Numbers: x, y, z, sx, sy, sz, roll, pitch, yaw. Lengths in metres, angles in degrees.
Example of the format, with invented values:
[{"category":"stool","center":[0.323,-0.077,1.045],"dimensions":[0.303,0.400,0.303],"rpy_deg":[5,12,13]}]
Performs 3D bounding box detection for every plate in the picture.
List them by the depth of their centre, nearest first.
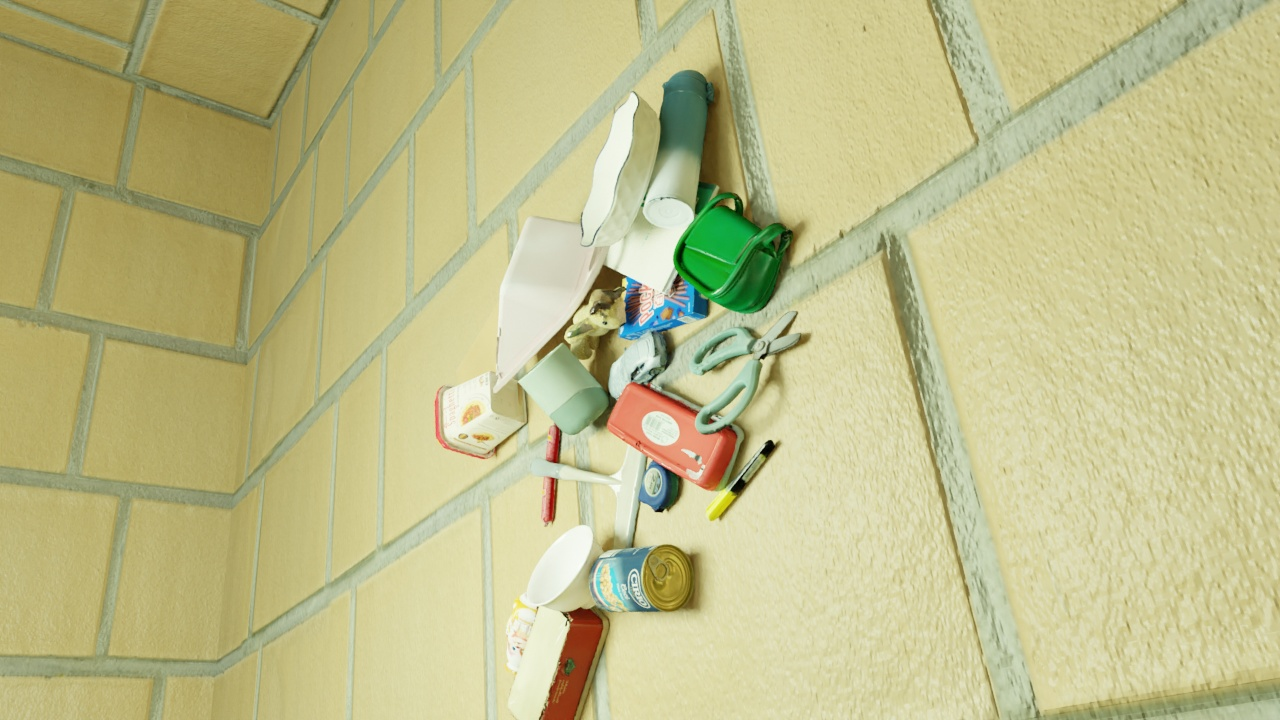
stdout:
[{"category":"plate","center":[-0.026,-0.242,1.196],"dimensions":[0.205,0.045,0.205],"rpy_deg":[-165,91,-76]}]

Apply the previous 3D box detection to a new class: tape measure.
[{"category":"tape measure","center":[0.024,0.154,1.120],"dimensions":[0.054,0.025,0.058],"rpy_deg":[25,103,53]}]

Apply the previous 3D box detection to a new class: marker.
[{"category":"marker","center":[0.110,0.132,1.014],"dimensions":[0.124,0.018,0.015],"rpy_deg":[-55,45,26]}]

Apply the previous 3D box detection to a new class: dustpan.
[{"category":"dustpan","center":[-0.124,-0.092,1.357],"dimensions":[0.274,0.139,0.222],"rpy_deg":[101,-179,-53]}]

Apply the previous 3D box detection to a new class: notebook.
[{"category":"notebook","center":[0.017,-0.178,1.226],"dimensions":[0.150,0.012,0.209],"rpy_deg":[-63,31,3]},{"category":"notebook","center":[-0.260,-0.005,1.586],"dimensions":[0.208,0.008,0.147],"rpy_deg":[-54,40,28]}]

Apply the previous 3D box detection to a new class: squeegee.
[{"category":"squeegee","center":[-0.090,0.154,1.249],"dimensions":[0.247,0.039,0.246],"rpy_deg":[3,80,50]}]

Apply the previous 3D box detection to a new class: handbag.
[{"category":"handbag","center":[0.108,-0.125,1.071],"dimensions":[0.120,0.068,0.131],"rpy_deg":[-57,37,13]}]

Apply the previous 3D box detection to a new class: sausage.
[{"category":"sausage","center":[-0.132,0.165,1.340],"dimensions":[0.020,0.020,0.155],"rpy_deg":[-16,66,51]}]

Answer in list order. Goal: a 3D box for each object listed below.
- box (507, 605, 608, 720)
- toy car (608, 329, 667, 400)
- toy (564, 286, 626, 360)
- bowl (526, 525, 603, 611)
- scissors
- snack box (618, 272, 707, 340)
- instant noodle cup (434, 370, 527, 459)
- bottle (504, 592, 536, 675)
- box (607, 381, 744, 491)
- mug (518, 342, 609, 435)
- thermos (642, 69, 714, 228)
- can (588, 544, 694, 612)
[{"category":"box","center":[-0.115,0.393,1.185],"dimensions":[0.091,0.079,0.168],"rpy_deg":[25,98,54]},{"category":"toy car","center":[-0.007,0.007,1.207],"dimensions":[0.121,0.036,0.054],"rpy_deg":[-44,46,41]},{"category":"toy","center":[-0.061,-0.048,1.252],"dimensions":[0.066,0.105,0.158],"rpy_deg":[44,151,5]},{"category":"bowl","center":[-0.079,0.274,1.152],"dimensions":[0.118,0.064,0.118],"rpy_deg":[-41,19,18]},{"category":"scissors","center":[0.109,0.017,1.026],"dimensions":[0.174,0.019,0.177],"rpy_deg":[-17,45,46]},{"category":"snack box","center":[0.028,-0.082,1.194],"dimensions":[0.157,0.026,0.084],"rpy_deg":[-16,66,51]},{"category":"instant noodle cup","center":[-0.252,0.082,1.465],"dimensions":[0.124,0.116,0.116],"rpy_deg":[-30,54,32]},{"category":"bottle","center":[-0.155,0.376,1.261],"dimensions":[0.063,0.063,0.108],"rpy_deg":[26,100,55]},{"category":"box","center":[0.042,0.086,1.101],"dimensions":[0.201,0.048,0.087],"rpy_deg":[26,91,50]},{"category":"mug","center":[-0.099,0.038,1.264],"dimensions":[0.082,0.106,0.111],"rpy_deg":[-40,6,18]},{"category":"thermos","center":[0.050,-0.275,1.172],"dimensions":[0.070,0.070,0.220],"rpy_deg":[-24,49,49]},{"category":"can","center":[-0.001,0.257,1.076],"dimensions":[0.111,0.075,0.075],"rpy_deg":[-20,63,50]}]
